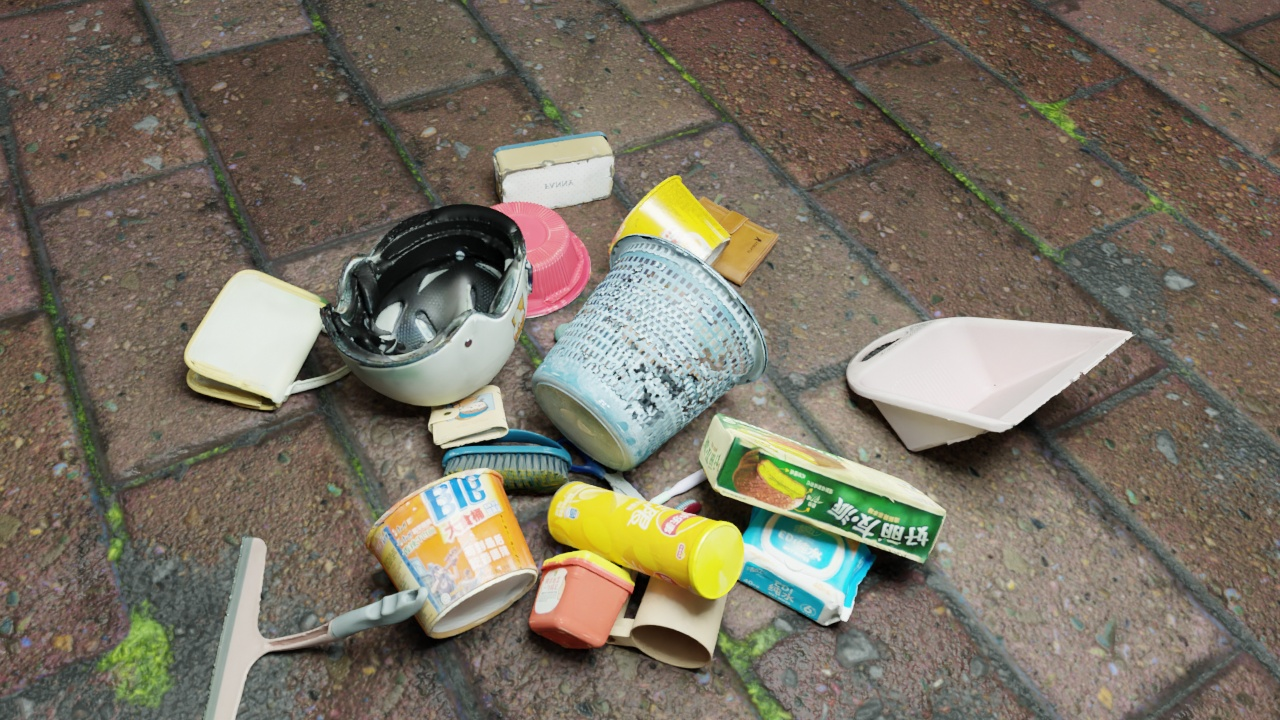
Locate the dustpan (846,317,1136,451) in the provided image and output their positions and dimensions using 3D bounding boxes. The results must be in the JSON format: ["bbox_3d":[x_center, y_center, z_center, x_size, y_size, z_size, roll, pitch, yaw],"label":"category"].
[{"bbox_3d":[0.373,0.000,1.069,0.222,0.274,0.139,-29,84,-28],"label":"dustpan"}]

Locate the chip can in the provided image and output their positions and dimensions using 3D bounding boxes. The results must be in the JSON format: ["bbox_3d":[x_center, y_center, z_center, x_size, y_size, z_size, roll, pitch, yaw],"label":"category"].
[{"bbox_3d":[0.000,0.172,0.908,0.214,0.072,0.071,8,42,46],"label":"chip can"}]

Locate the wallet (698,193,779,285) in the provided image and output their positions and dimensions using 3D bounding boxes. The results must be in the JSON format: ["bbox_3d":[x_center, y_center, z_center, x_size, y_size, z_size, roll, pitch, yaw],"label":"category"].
[{"bbox_3d":[0.116,-0.173,1.292,0.131,0.035,0.118,30,62,18],"label":"wallet"}]

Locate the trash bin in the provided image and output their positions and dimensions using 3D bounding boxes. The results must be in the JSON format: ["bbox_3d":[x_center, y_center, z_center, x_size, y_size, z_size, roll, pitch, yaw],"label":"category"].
[{"bbox_3d":[-0.006,0.006,1.022,0.226,0.227,0.194,35,66,21],"label":"trash bin"}]

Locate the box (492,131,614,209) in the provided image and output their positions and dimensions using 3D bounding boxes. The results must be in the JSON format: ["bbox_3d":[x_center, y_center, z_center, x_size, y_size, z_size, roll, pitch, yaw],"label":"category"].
[{"bbox_3d":[-0.117,-0.268,1.310,0.184,0.090,0.059,-13,53,-18],"label":"box"}]

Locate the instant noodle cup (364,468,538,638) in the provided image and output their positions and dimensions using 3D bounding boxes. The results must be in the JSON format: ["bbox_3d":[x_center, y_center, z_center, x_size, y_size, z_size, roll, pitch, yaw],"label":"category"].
[{"bbox_3d":[-0.179,0.195,0.907,0.151,0.152,0.111,-24,66,-22],"label":"instant noodle cup"}]

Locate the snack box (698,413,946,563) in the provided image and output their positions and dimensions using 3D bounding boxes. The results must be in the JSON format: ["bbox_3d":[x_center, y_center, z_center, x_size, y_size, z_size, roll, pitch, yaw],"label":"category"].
[{"bbox_3d":[0.186,0.131,0.965,0.240,0.063,0.114,20,7,-8],"label":"snack box"}]

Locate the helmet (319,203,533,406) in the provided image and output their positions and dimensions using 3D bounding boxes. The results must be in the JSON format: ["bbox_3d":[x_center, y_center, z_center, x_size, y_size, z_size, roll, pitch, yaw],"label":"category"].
[{"bbox_3d":[-0.233,-0.049,1.082,0.230,0.157,0.273,-1,40,11],"label":"helmet"}]

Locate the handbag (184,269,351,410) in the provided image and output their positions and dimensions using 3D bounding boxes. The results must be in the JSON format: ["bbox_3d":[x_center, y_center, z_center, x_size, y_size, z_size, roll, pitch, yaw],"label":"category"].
[{"bbox_3d":[-0.432,-0.012,1.106,0.178,0.063,0.163,20,51,-8],"label":"handbag"}]

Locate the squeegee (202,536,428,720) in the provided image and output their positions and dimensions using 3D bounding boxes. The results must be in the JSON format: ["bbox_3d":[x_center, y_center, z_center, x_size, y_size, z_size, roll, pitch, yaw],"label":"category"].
[{"bbox_3d":[-0.296,0.254,0.871,0.250,0.040,0.247,-20,49,19],"label":"squeegee"}]

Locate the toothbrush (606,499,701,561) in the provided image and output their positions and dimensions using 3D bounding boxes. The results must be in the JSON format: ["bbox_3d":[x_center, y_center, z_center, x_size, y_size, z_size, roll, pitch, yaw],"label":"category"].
[{"bbox_3d":[-0.013,0.196,0.997,0.187,0.016,0.017,-25,29,-21],"label":"toothbrush"}]

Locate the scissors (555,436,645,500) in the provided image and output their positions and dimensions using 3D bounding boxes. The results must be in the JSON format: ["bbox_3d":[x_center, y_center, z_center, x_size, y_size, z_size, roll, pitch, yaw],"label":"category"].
[{"bbox_3d":[-0.038,0.129,1.036,0.157,0.012,0.165,6,42,8],"label":"scissors"}]

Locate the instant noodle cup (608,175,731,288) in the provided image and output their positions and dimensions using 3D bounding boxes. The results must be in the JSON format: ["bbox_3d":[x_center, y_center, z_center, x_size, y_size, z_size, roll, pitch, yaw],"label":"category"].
[{"bbox_3d":[0.044,-0.155,1.206,0.110,0.138,0.137,43,59,7],"label":"instant noodle cup"}]

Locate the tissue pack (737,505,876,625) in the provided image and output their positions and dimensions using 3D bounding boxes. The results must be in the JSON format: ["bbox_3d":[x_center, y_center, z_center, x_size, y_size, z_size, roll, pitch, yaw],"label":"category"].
[{"bbox_3d":[0.169,0.209,0.972,0.140,0.063,0.089,26,52,15],"label":"tissue pack"}]

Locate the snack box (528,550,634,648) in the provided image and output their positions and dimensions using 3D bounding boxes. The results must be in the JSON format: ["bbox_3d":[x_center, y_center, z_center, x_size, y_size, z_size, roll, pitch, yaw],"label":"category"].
[{"bbox_3d":[-0.064,0.238,0.907,0.082,0.091,0.080,33,60,-19],"label":"snack box"}]

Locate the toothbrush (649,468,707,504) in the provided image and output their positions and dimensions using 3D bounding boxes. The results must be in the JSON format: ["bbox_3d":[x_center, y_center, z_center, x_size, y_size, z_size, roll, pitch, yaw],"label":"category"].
[{"bbox_3d":[0.059,0.134,1.049,0.188,0.021,0.029,-25,32,-23],"label":"toothbrush"}]

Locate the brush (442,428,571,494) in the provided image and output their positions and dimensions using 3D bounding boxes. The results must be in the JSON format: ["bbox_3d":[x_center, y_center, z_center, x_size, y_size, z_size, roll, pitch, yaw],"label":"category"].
[{"bbox_3d":[-0.149,0.111,1.024,0.144,0.055,0.073,-1,50,-1],"label":"brush"}]

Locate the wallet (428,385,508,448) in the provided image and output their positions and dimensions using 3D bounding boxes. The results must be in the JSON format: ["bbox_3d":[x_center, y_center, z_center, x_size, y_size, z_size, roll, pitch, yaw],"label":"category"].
[{"bbox_3d":[-0.199,0.065,1.051,0.087,0.024,0.115,-10,24,-10],"label":"wallet"}]

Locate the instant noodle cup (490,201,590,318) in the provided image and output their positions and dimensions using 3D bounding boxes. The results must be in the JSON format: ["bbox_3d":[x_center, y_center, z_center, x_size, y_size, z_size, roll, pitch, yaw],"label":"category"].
[{"bbox_3d":[-0.162,-0.148,1.225,0.194,0.066,0.193,2,51,-3],"label":"instant noodle cup"}]

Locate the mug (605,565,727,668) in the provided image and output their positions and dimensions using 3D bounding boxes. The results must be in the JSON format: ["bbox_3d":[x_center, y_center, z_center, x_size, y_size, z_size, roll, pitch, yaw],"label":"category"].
[{"bbox_3d":[0.026,0.243,0.932,0.125,0.084,0.103,-2,45,28],"label":"mug"}]

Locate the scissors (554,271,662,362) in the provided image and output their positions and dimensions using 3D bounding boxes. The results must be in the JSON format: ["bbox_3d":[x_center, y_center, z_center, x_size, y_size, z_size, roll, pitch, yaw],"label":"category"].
[{"bbox_3d":[-0.035,-0.049,1.188,0.179,0.019,0.170,-15,55,-18],"label":"scissors"}]
